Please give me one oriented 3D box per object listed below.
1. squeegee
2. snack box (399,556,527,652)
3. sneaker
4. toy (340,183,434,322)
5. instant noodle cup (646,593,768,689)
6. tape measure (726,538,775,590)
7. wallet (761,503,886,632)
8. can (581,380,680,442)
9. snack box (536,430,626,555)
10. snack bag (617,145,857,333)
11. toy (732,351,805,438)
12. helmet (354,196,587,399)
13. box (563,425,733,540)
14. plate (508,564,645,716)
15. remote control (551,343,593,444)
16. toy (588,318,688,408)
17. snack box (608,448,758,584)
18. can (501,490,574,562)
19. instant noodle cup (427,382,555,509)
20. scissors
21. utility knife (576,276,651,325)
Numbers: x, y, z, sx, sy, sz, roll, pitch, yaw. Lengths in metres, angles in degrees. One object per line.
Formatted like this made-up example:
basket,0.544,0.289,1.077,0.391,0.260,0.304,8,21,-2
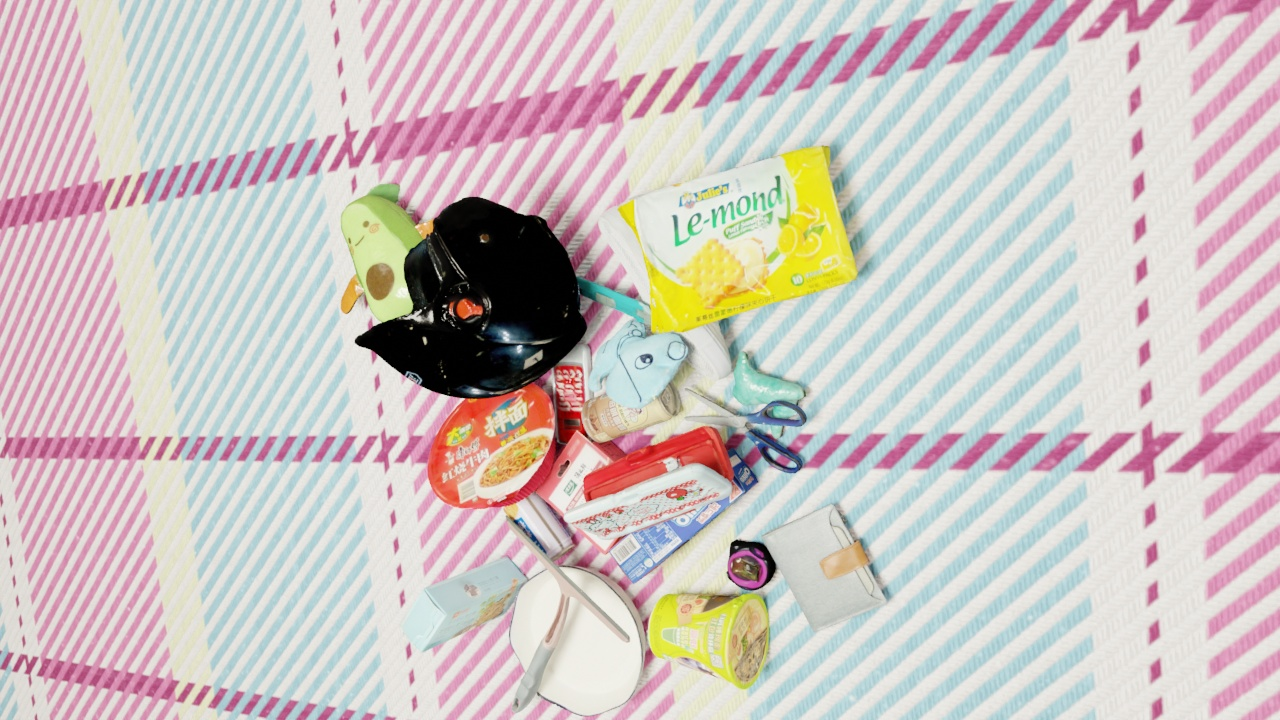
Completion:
squeegee,-0.124,0.369,1.211,0.248,0.040,0.250,36,117,33
snack box,-0.234,0.325,1.232,0.051,0.174,0.074,44,114,21
sneaker,0.051,-0.092,1.095,0.090,0.090,0.242,-35,99,-15
toy,-0.336,-0.124,1.267,0.227,0.089,0.246,-32,86,19
instant noodle cup,0.079,0.334,1.125,0.124,0.111,0.112,0,97,33
tape measure,0.134,0.251,1.118,0.058,0.039,0.057,12,102,24
wallet,0.217,0.244,1.079,0.107,0.036,0.129,-31,84,27
can,-0.013,0.061,1.152,0.116,0.058,0.058,-21,88,26
snack box,-0.055,0.168,1.196,0.127,0.044,0.113,40,113,14
snack bag,0.113,-0.131,1.017,0.246,0.068,0.158,-16,90,-1
toy,0.150,0.043,1.088,0.092,0.030,0.096,16,115,25
helmet,-0.200,-0.062,1.118,0.230,0.274,0.234,52,160,-9
box,0.004,0.151,1.075,0.202,0.098,0.095,-25,79,28
plate,-0.081,0.372,1.237,0.205,0.045,0.205,4,100,26
remote control,-0.090,0.045,1.209,0.056,0.020,0.136,1,98,26
toy,-0.007,0.006,1.108,0.162,0.049,0.156,-37,39,28
snack box,0.052,0.194,1.139,0.208,0.058,0.057,-45,76,24
can,-0.147,0.210,1.241,0.053,0.053,0.134,-42,79,24
instant noodle cup,-0.183,0.121,1.202,0.194,0.066,0.193,-17,48,19
scissors,0.129,0.074,1.094,0.162,0.012,0.164,47,136,1
utility knife,-0.050,-0.081,1.152,0.187,0.013,0.029,25,130,38
